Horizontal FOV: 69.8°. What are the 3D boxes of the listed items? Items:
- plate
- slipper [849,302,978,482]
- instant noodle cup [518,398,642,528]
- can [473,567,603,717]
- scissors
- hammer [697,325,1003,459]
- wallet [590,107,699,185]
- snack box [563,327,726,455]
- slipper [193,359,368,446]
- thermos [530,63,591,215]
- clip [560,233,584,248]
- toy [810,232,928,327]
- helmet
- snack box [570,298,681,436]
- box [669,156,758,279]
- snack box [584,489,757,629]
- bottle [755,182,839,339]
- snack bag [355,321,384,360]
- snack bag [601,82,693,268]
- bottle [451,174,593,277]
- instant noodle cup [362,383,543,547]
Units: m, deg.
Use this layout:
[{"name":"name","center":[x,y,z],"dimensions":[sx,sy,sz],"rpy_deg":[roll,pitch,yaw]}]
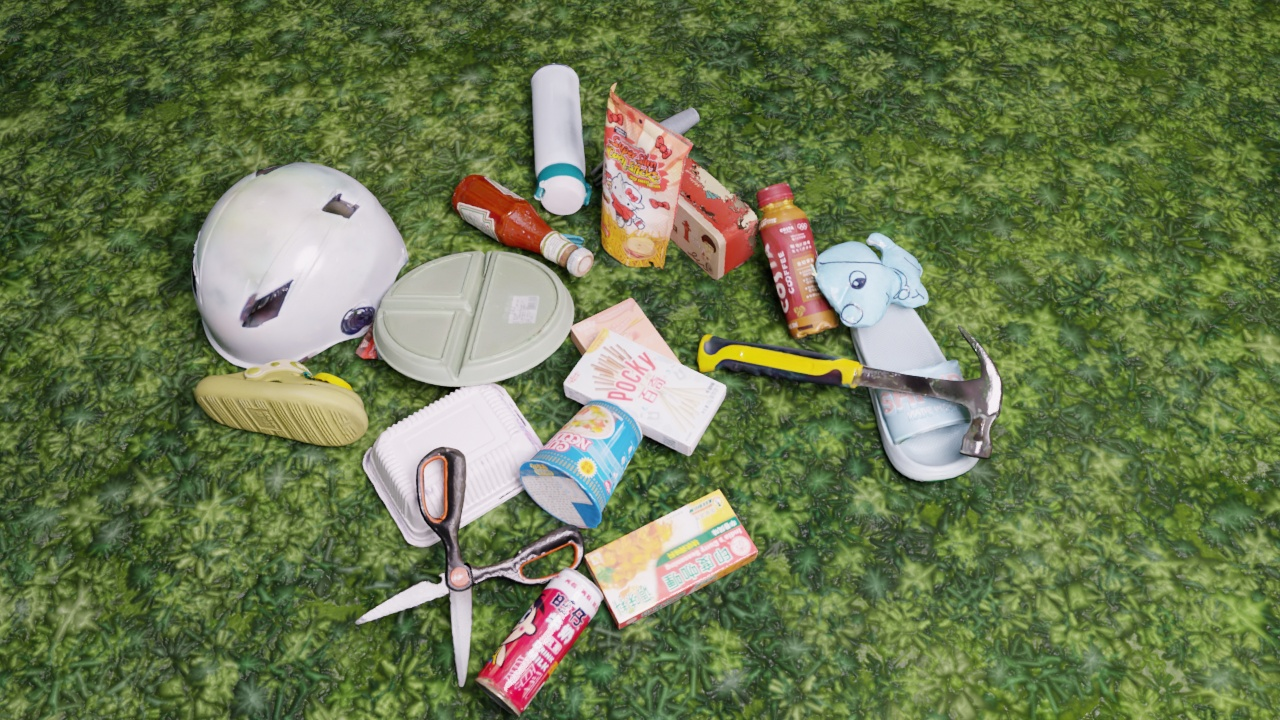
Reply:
[{"name":"plate","center":[-0.191,-0.057,1.045],"dimensions":[0.230,0.028,0.229],"rpy_deg":[-1,43,1]},{"name":"slipper","center":[0.299,0.018,0.999],"dimensions":[0.104,0.074,0.245],"rpy_deg":[-9,56,-7]},{"name":"instant noodle cup","center":[-0.055,0.100,0.943],"dimensions":[0.099,0.099,0.109],"rpy_deg":[25,53,16]},{"name":"can","center":[-0.093,0.260,0.857],"dimensions":[0.053,0.053,0.132],"rpy_deg":[30,62,18]},{"name":"scissors","center":[-0.167,0.190,0.885],"dimensions":[0.230,0.022,0.221],"rpy_deg":[-19,82,-21]},{"name":"hammer","center":[0.212,0.010,0.970],"dimensions":[0.324,0.032,0.126],"rpy_deg":[10,85,27]},{"name":"wallet","center":[0.005,-0.269,1.176],"dimensions":[0.129,0.107,0.037],"rpy_deg":[-34,97,-18]},{"name":"snack box","center":[0.005,0.032,0.987],"dimensions":[0.157,0.027,0.084],"rpy_deg":[26,62,15]},{"name":"slipper","center":[-0.381,0.034,0.987],"dimensions":[0.190,0.092,0.081],"rpy_deg":[6,55,8]},{"name":"thermos","center":[-0.105,-0.289,1.205],"dimensions":[0.073,0.073,0.223],"rpy_deg":[-5,58,-3]},{"name":"clip","center":[-0.098,-0.148,1.144],"dimensions":[0.057,0.014,0.046],"rpy_deg":[6,56,6]},{"name":"toy","center":[0.255,-0.092,1.028],"dimensions":[0.156,0.050,0.161],"rpy_deg":[16,50,-13]},{"name":"helmet","center":[-0.406,-0.128,1.055],"dimensions":[0.229,0.146,0.258],"rpy_deg":[28,62,17]},{"name":"snack box","center":[-0.006,0.006,1.036],"dimensions":[0.084,0.026,0.157],"rpy_deg":[-27,61,-15]},{"name":"box","center":[0.071,-0.190,1.123],"dimensions":[0.077,0.091,0.168],"rpy_deg":[-36,64,-17]},{"name":"snack box","center":[0.030,0.196,0.913],"dimensions":[0.155,0.027,0.077],"rpy_deg":[-24,61,-14]},{"name":"bottle","center":[0.176,-0.115,1.052],"dimensions":[0.057,0.057,0.175],"rpy_deg":[-17,87,-10]},{"name":"snack bag","center":[-0.269,-0.010,1.050],"dimensions":[0.104,0.026,0.048],"rpy_deg":[18,71,12]},{"name":"snack bag","center":[-0.001,-0.204,1.065],"dimensions":[0.073,0.208,0.128],"rpy_deg":[-34,64,-25]},{"name":"bottle","center":[-0.143,-0.162,1.118],"dimensions":[0.206,0.060,0.059],"rpy_deg":[33,63,25]},{"name":"instant noodle cup","center":[-0.196,0.095,0.962],"dimensions":[0.173,0.060,0.138],"rpy_deg":[-29,61,-19]}]
